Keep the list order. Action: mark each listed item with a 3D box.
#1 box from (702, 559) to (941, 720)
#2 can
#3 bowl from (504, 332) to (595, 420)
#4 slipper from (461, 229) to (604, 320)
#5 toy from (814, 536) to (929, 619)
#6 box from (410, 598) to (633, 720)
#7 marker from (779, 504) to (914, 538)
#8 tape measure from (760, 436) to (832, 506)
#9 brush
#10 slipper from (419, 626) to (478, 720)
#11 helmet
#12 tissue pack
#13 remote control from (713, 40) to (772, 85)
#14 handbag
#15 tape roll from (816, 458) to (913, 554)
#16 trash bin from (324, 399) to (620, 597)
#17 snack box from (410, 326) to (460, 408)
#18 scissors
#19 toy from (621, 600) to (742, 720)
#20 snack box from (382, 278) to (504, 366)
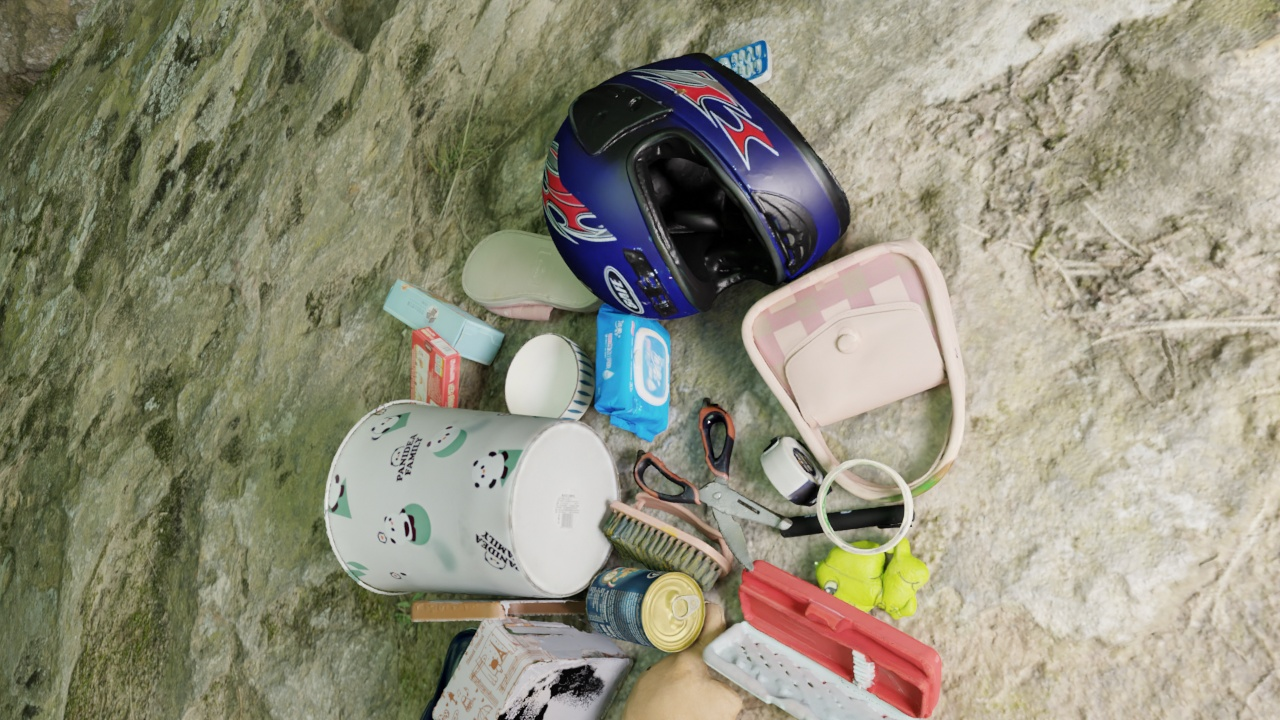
[{"bbox_3d":[0.154,0.271,0.813,0.202,0.101,0.095,21,133,38],"label":"box"},{"bbox_3d":[0.002,0.250,0.930,0.111,0.075,0.075,-13,67,55],"label":"can"},{"bbox_3d":[-0.099,0.031,1.098,0.117,0.066,0.116,-12,70,34],"label":"bowl"},{"bbox_3d":[-0.126,-0.107,1.168,0.275,0.054,0.114,7,80,41],"label":"slipper"},{"bbox_3d":[0.209,0.200,0.841,0.100,0.031,0.096,22,90,34],"label":"toy"},{"bbox_3d":[-0.139,0.303,0.970,0.185,0.182,0.154,31,94,39],"label":"box"},{"bbox_3d":[0.194,0.154,0.873,0.132,0.020,0.022,-14,63,32],"label":"marker"},{"bbox_3d":[0.148,0.107,0.892,0.034,0.066,0.065,-43,55,20],"label":"tape measure"},{"bbox_3d":[0.035,0.187,0.958,0.146,0.063,0.072,17,56,37],"label":"brush"},{"bbox_3d":[-0.204,0.431,1.037,0.105,0.095,0.252,-8,68,37],"label":"slipper"},{"bbox_3d":[0.030,-0.157,0.937,0.240,0.247,0.315,-39,43,0],"label":"helmet"},{"bbox_3d":[-0.006,0.006,1.020,0.052,0.095,0.157,-12,67,32],"label":"tissue pack"},{"bbox_3d":[0.099,-0.337,1.092,0.125,0.024,0.049,-10,70,33],"label":"remote control"},{"bbox_3d":[0.217,0.019,0.871,0.194,0.093,0.234,-25,74,28],"label":"handbag"},{"bbox_3d":[0.203,0.133,0.833,0.086,0.014,0.085,-4,81,29],"label":"tape roll"},{"bbox_3d":[-0.175,0.155,1.014,0.252,0.229,0.229,-3,74,35],"label":"trash bin"},{"bbox_3d":[-0.269,0.038,1.195,0.075,0.025,0.153,37,132,34],"label":"snack box"},{"bbox_3d":[0.069,0.125,0.942,0.189,0.015,0.225,-18,47,29],"label":"scissors"},{"bbox_3d":[0.039,0.350,0.895,0.144,0.082,0.225,-15,63,25],"label":"toy"},{"bbox_3d":[-0.268,-0.053,1.243,0.175,0.074,0.051,28,92,38],"label":"snack box"}]
